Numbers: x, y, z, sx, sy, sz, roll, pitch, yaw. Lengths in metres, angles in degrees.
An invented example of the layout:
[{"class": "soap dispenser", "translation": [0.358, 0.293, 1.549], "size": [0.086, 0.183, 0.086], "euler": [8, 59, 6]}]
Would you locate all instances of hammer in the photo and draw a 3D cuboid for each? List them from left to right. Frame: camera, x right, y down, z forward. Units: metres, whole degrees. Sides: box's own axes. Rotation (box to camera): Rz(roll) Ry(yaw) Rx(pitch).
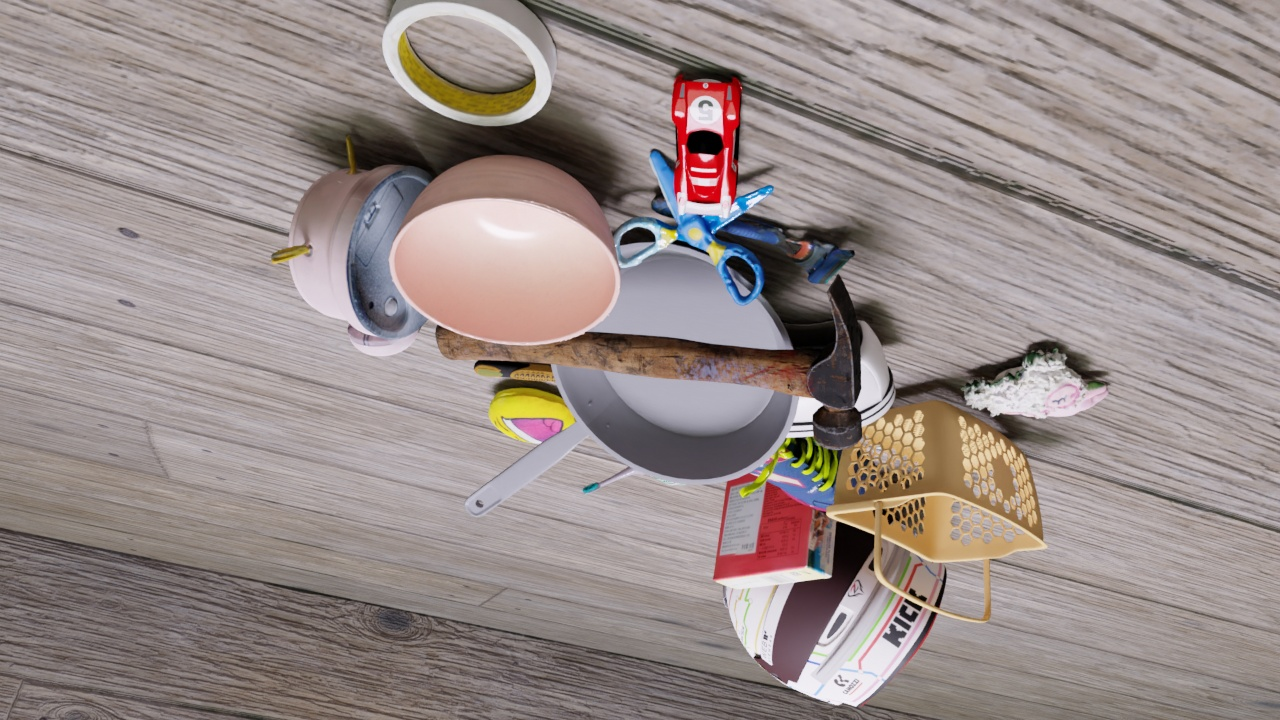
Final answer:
[{"class": "hammer", "translation": [-0.008, -0.011, 0.660], "size": [0.331, 0.033, 0.120], "euler": [6, 122, 24]}]

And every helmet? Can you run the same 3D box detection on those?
[{"class": "helmet", "translation": [0.215, 0.270, 1.081], "size": [0.236, 0.230, 0.315], "euler": [30, 167, 21]}]

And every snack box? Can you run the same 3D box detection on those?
[{"class": "snack box", "translation": [0.146, 0.165, 0.985], "size": [0.040, 0.144, 0.143], "euler": [26, 150, -27]}]

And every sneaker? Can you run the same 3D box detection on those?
[{"class": "sneaker", "translation": [0.076, 0.002, 0.742], "size": [0.246, 0.091, 0.097], "euler": [2, 143, 22]}, {"class": "sneaker", "translation": [0.132, 0.084, 0.850], "size": [0.241, 0.116, 0.091], "euler": [22, 163, -13]}]

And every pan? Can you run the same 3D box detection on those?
[{"class": "pan", "translation": [-0.028, 0.041, 0.740], "size": [0.358, 0.050, 0.201], "euler": [-36, 97, 36]}]

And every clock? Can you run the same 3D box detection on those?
[{"class": "clock", "translation": [-0.179, -0.068, 0.643], "size": [0.059, 0.116, 0.158], "euler": [12, 157, 20]}]

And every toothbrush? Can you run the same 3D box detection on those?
[{"class": "toothbrush", "translation": [0.027, 0.092, 0.913], "size": [0.188, 0.018, 0.019], "euler": [-25, 152, 3]}]

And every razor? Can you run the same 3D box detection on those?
[{"class": "razor", "translation": [-0.092, 0.014, 0.893], "size": [0.144, 0.021, 0.044], "euler": [6, 137, 4]}, {"class": "razor", "translation": [0.074, -0.088, 0.622], "size": [0.141, 0.018, 0.044], "euler": [19, 152, -11]}]

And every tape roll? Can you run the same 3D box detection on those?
[{"class": "tape roll", "translation": [-0.094, -0.168, 0.509], "size": [0.094, 0.019, 0.094], "euler": [8, 155, 4]}]

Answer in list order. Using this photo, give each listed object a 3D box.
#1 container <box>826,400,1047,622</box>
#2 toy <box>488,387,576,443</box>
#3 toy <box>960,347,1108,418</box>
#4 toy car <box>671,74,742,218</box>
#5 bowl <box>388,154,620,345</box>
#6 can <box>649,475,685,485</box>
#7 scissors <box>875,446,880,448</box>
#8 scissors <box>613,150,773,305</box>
[{"class": "container", "translation": [0.273, 0.143, 0.831], "size": [0.183, 0.166, 0.129], "euler": [27, 150, -35]}, {"class": "toy", "translation": [-0.114, 0.057, 0.969], "size": [0.094, 0.041, 0.095], "euler": [-11, 146, 30]}, {"class": "toy", "translation": [0.335, 0.029, 0.758], "size": [0.108, 0.041, 0.096], "euler": [14, 154, -23]}, {"class": "toy car", "translation": [0.038, -0.125, 0.537], "size": [0.038, 0.025, 0.090], "euler": [6, 146, 8]}, {"class": "bowl", "translation": [-0.086, -0.082, 0.611], "size": [0.153, 0.076, 0.153], "euler": [2, 147, 1]}, {"class": "can", "translation": [0.016, 0.099, 0.997], "size": [0.053, 0.053, 0.101], "euler": [-15, 145, 42]}, {"class": "scissors", "translation": [0.287, 0.077, 0.907], "size": [0.130, 0.014, 0.118], "euler": [-9, 153, 39]}, {"class": "scissors", "translation": [0.035, -0.084, 0.605], "size": [0.130, 0.013, 0.125], "euler": [-17, 121, 26]}]
